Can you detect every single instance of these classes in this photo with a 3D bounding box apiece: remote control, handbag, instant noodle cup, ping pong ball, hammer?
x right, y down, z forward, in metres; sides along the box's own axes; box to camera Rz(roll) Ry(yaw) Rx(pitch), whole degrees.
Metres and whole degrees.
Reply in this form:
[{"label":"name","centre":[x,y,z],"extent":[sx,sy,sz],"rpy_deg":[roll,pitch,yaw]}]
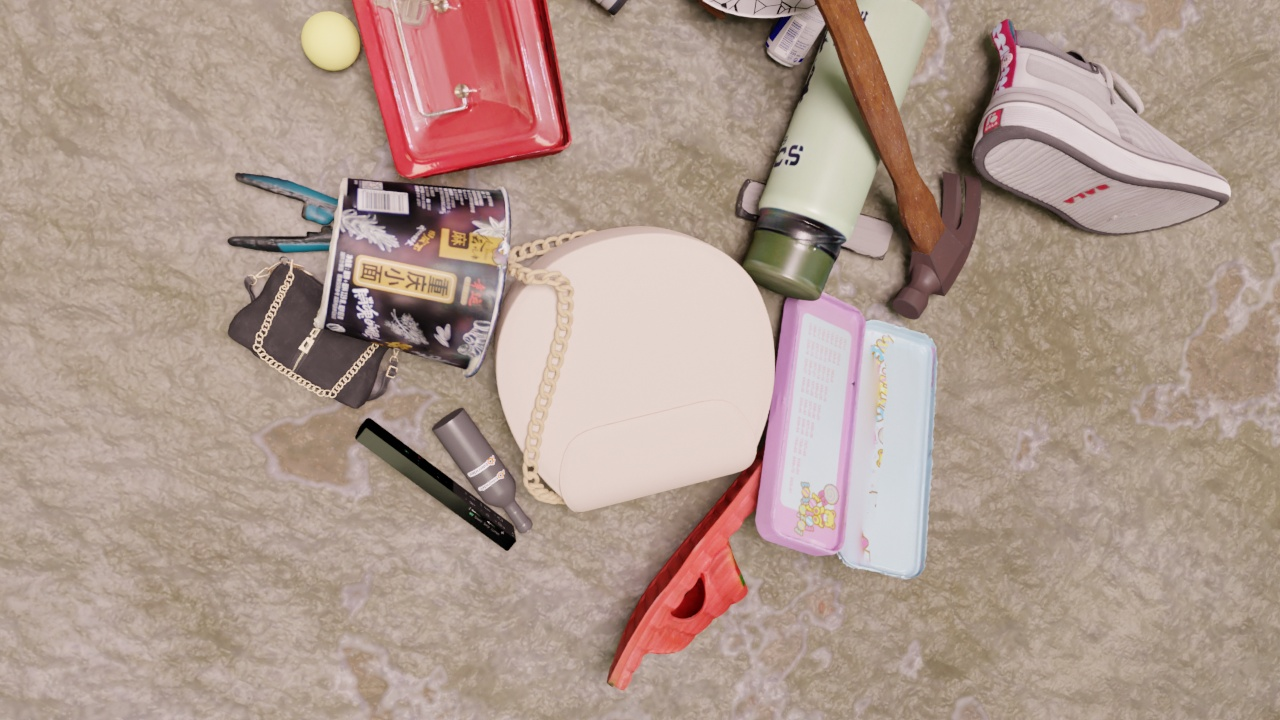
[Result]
[{"label":"remote control","centre":[0.144,-0.116,0.758],"extent":[0.136,0.013,0.033],"rpy_deg":[15,95,-14]},{"label":"handbag","centre":[-0.004,0.005,0.704],"extent":[0.210,0.103,0.209],"rpy_deg":[-13,106,-7]},{"label":"remote control","centre":[-0.159,0.098,0.724],"extent":[0.150,0.034,0.013],"rpy_deg":[40,90,-15]},{"label":"instant noodle cup","centre":[-0.161,-0.066,0.639],"extent":[0.112,0.137,0.137],"rpy_deg":[10,97,-20]},{"label":"ping pong ball","centre":[-0.220,-0.227,0.654],"extent":[0.040,0.040,0.040],"rpy_deg":[-2,100,-11]},{"label":"hammer","centre":[0.184,-0.158,0.666],"extent":[0.115,0.033,0.323],"rpy_deg":[-56,137,-13]},{"label":"handbag","centre":[-0.240,-0.021,0.685],"extent":[0.128,0.054,0.079],"rpy_deg":[32,81,-12]}]

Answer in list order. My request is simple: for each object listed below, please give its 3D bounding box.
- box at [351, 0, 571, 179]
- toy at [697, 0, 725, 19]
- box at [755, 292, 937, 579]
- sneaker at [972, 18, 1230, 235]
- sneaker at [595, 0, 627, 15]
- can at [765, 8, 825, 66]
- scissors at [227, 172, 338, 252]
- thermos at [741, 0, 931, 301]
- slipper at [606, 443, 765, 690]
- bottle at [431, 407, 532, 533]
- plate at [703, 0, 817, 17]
[{"label":"box","centre":[-0.124,-0.216,0.655],"extent":[0.134,0.110,0.157],"rpy_deg":[-9,105,2]},{"label":"toy","centre":[0.094,-0.297,0.702],"extent":[0.102,0.041,0.054],"rpy_deg":[-45,143,8]},{"label":"box","centre":[0.171,0.057,0.736],"extent":[0.150,0.035,0.213],"rpy_deg":[18,67,-16]},{"label":"sneaker","centre":[0.381,-0.187,0.761],"extent":[0.262,0.097,0.128],"rpy_deg":[14,71,-24]},{"label":"sneaker","centre":[-0.014,-0.381,0.643],"extent":[0.124,0.089,0.240],"rpy_deg":[22,98,-16]},{"label":"can","centre":[0.131,-0.272,0.699],"extent":[0.032,0.032,0.095],"rpy_deg":[23,125,-14]},{"label":"scissors","centre":[-0.235,-0.104,0.683],"extent":[0.123,0.019,0.148],"rpy_deg":[-43,106,-2]},{"label":"thermos","centre":[0.149,-0.160,0.709],"extent":[0.082,0.082,0.231],"rpy_deg":[21,88,-14]},{"label":"slipper","centre":[0.061,0.167,0.744],"extent":[0.059,0.103,0.248],"rpy_deg":[37,83,3]},{"label":"bottle","centre":[-0.122,0.092,0.732],"extent":[0.030,0.030,0.113],"rpy_deg":[-34,104,-4]},{"label":"plate","centre":[0.113,-0.326,0.664],"extent":[0.189,0.016,0.188],"rpy_deg":[-7,72,21]}]
